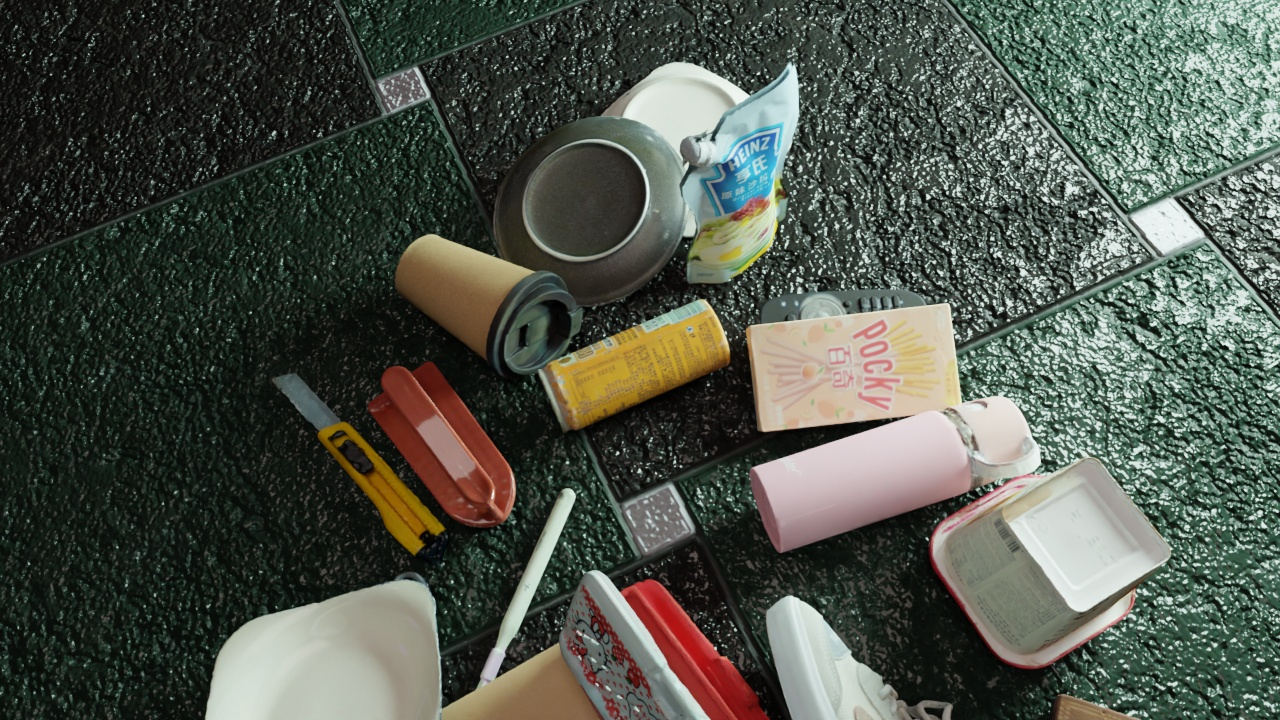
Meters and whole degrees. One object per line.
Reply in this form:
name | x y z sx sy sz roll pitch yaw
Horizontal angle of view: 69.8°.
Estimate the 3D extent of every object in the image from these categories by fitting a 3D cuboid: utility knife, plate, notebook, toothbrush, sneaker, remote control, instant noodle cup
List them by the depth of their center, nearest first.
sneaker | 0.164 0.254 0.580 0.091 0.089 0.242 -29 70 7
notebook | -0.048 0.262 0.606 0.207 0.008 0.148 -26 54 -19
instant noodle cup | 0.273 0.130 0.612 0.116 0.124 0.116 -28 67 -8
plate | -0.209 0.235 0.614 0.163 0.034 0.164 -15 44 0
toothbrush | -0.091 0.179 0.675 0.020 0.029 0.189 37 65 -26
utility knife | -0.227 0.080 0.732 0.033 0.015 0.223 -42 69 -17
remote control | 0.165 -0.031 0.749 0.136 0.024 0.053 -2 71 2
plate | -0.046 -0.134 0.791 0.179 0.024 0.179 -4 74 13
plate | 0.038 -0.204 0.833 0.163 0.034 0.164 37 73 19

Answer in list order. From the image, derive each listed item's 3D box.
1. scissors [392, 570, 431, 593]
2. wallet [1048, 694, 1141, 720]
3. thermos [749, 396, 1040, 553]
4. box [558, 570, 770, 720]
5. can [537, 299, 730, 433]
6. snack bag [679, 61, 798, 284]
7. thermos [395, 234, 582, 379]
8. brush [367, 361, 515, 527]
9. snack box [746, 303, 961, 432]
scissors | -0.195 0.236 0.660 0.159 0.014 0.180 13 67 10
wallet | 0.307 0.290 0.590 0.101 0.032 0.124 16 67 14
thermos | 0.185 0.084 0.665 0.198 0.087 0.067 -16 109 -3
box | 0.029 0.217 0.571 0.095 0.101 0.201 -29 56 -20
can | -0.004 0.004 0.727 0.146 0.058 0.058 -23 66 -6
snack bag | 0.076 -0.134 0.711 0.110 0.191 0.039 -29 65 -10
thermos | -0.127 -0.048 0.749 0.143 0.093 0.093 28 70 25
brush | -0.148 0.067 0.703 0.063 0.069 0.146 -37 68 -11
snack box | 0.165 0.006 0.717 0.157 0.026 0.084 -7 87 2
